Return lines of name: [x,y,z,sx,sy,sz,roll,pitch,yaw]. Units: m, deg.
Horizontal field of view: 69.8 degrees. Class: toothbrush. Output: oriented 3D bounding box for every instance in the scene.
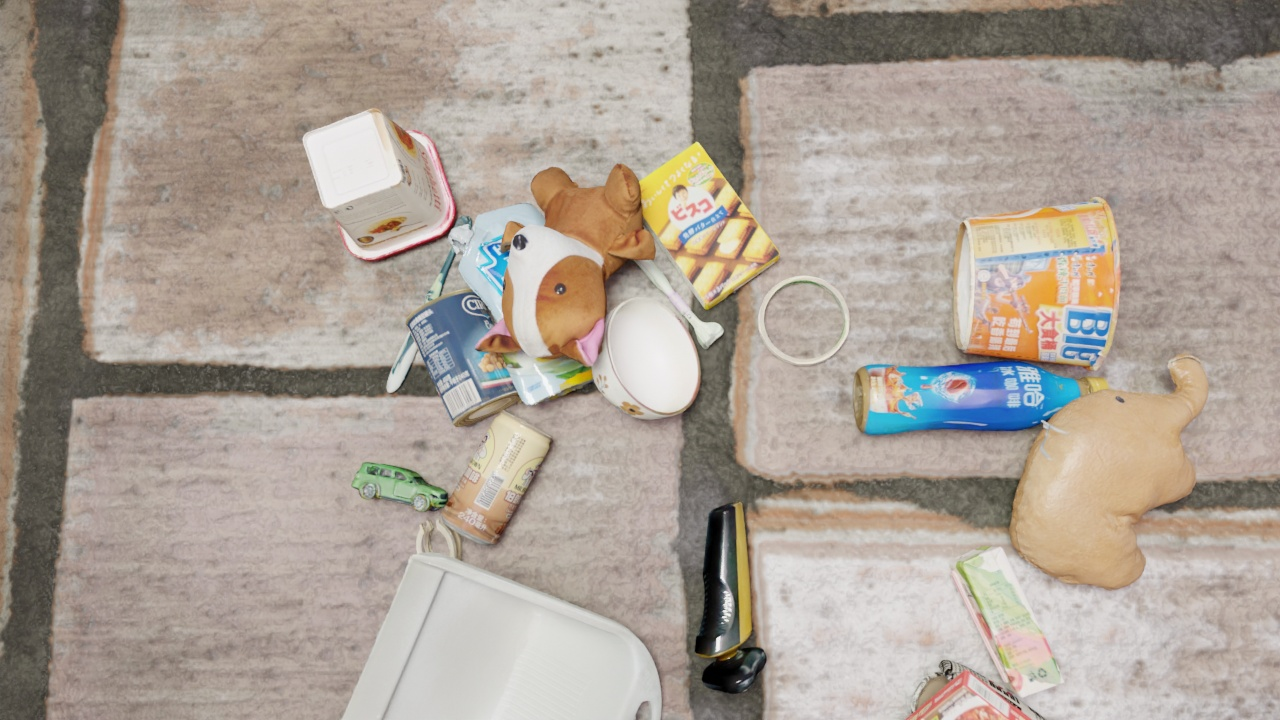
toothbrush: [-0.208,-0.057,0.900,0.016,0.018,0.191,22,84,8]
toothbrush: [0.011,-0.089,0.890,0.189,0.020,0.029,49,120,10]

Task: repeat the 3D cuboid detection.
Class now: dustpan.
dustpan: [-0.100,0.299,0.756,0.143,0.257,0.222,19,82,30]

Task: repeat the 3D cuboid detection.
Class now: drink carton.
drink carton: [0.317,0.227,0.806,0.045,0.053,0.122,-23,80,0]

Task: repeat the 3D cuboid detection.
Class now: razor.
razor: [0.082,0.212,0.830,0.067,0.062,0.167,7,75,-26]

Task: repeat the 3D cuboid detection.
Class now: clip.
clip: [-0.182,0.197,0.856,0.072,0.034,0.100,-16,89,1]

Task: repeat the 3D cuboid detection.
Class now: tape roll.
tape roll: [0.156,-0.038,0.875,0.086,0.014,0.085,-1,82,4]

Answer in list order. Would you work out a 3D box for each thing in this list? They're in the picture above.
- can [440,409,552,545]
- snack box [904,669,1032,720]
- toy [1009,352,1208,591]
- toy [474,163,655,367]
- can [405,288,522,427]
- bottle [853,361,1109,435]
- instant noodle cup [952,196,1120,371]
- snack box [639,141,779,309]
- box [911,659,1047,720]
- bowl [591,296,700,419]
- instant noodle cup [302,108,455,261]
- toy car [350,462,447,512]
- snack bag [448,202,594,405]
can: [-0.133,0.108,0.850,0.058,0.058,0.116,28,84,7]
snack box: [0.253,0.330,0.768,0.075,0.025,0.153,39,121,8]
toy: [0.406,0.088,0.789,0.143,0.082,0.226,24,98,-13]
toy: [-0.065,-0.085,0.806,0.140,0.130,0.199,5,62,33]
can: [-0.163,-0.001,0.860,0.075,0.075,0.111,-26,81,-1]
bottle: [0.306,0.033,0.829,0.219,0.065,0.065,-1,82,3]
instant noodle cup: [0.340,-0.066,0.806,0.111,0.151,0.151,1,82,12]
snack box: [0.059,-0.130,0.886,0.087,0.034,0.140,-34,79,-2]
box: [0.318,0.317,0.776,0.163,0.088,0.076,36,53,12]
bowl: [-0.005,0.005,0.845,0.062,0.113,0.113,-27,78,42]
instant noodle cup: [-0.250,-0.169,0.865,0.116,0.124,0.116,-20,81,1]
toy car: [-0.225,0.120,0.862,0.091,0.043,0.036,16,82,6]
snack bag: [-0.104,-0.058,0.867,0.110,0.039,0.191,-22,83,-28]
